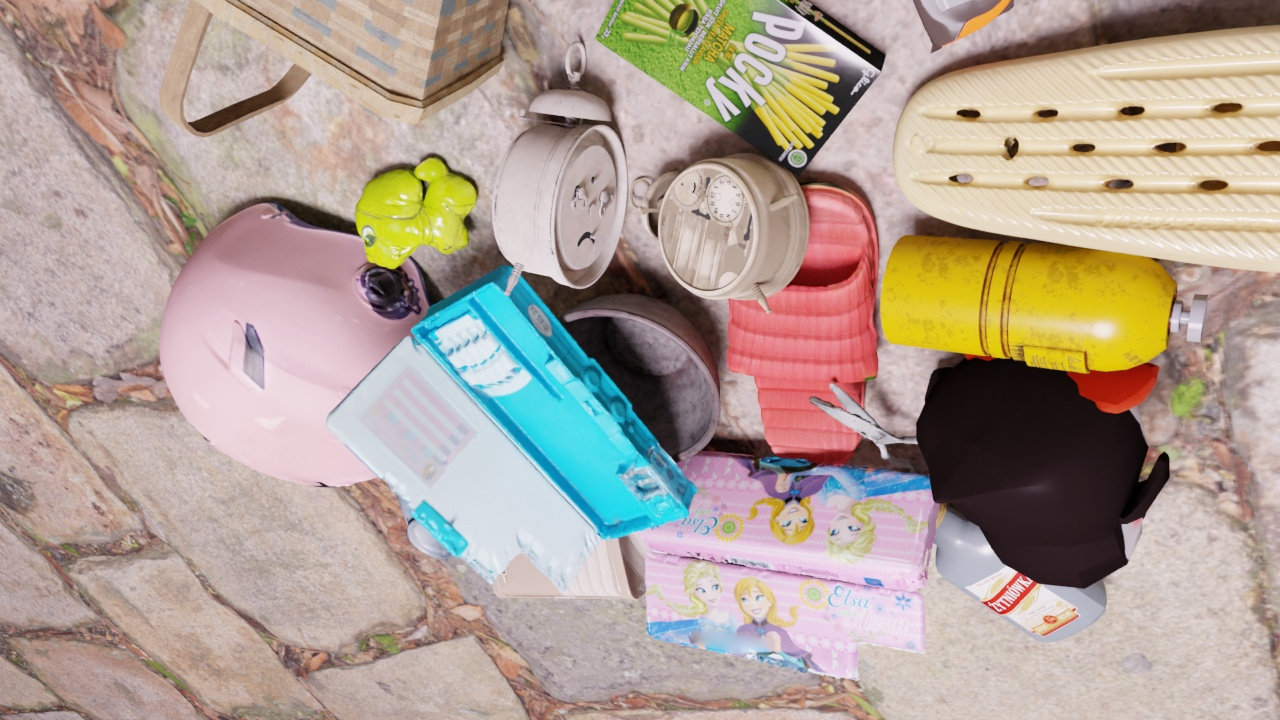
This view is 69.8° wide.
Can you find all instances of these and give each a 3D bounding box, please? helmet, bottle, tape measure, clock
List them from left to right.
[{"bbox_3d":[-0.271,0.010,0.752,0.255,0.152,0.231,36,129,-17],"label":"helmet"},{"bbox_3d":[-0.053,-0.123,0.590,0.061,0.103,0.157,13,107,21],"label":"clock"},{"bbox_3d":[0.039,-0.089,0.581,0.141,0.054,0.093,29,118,38],"label":"clock"},{"bbox_3d":[0.166,-0.196,0.467,0.059,0.038,0.058,-17,120,33],"label":"tape measure"},{"bbox_3d":[0.272,0.154,0.709,0.161,0.046,0.072,34,132,-7],"label":"bottle"},{"bbox_3d":[0.230,-0.032,0.530,0.164,0.070,0.071,9,132,34],"label":"bottle"}]

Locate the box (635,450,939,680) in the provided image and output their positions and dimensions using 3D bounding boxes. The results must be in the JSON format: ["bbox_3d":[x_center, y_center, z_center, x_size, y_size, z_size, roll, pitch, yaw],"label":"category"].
[{"bbox_3d":[0.099,0.149,0.686,0.231,0.160,0.062,2,168,32],"label":"box"}]

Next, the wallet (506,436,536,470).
[{"bbox_3d":[-0.071,0.093,0.823,0.115,0.018,0.092,34,133,-2],"label":"wallet"}]

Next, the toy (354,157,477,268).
[{"bbox_3d":[-0.169,-0.107,0.677,0.093,0.036,0.094,22,111,9],"label":"toy"}]

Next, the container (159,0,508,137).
[{"bbox_3d":[-0.208,-0.221,0.527,0.250,0.157,0.187,31,122,-5],"label":"container"}]

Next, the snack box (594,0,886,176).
[{"bbox_3d":[0.056,-0.182,0.533,0.147,0.025,0.080,32,133,-6],"label":"snack box"}]

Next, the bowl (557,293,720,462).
[{"bbox_3d":[-0.004,0.004,0.683,0.145,0.067,0.145,11,131,13],"label":"bowl"}]

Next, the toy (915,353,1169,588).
[{"bbox_3d":[0.258,0.087,0.599,0.159,0.140,0.184,30,160,50],"label":"toy"}]

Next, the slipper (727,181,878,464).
[{"bbox_3d":[0.112,-0.005,0.636,0.104,0.059,0.249,6,131,17],"label":"slipper"}]

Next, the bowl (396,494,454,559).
[{"bbox_3d":[-0.190,0.155,0.893,0.137,0.057,0.137,11,131,13],"label":"bowl"}]

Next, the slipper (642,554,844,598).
[{"bbox_3d":[0.077,0.176,0.801,0.264,0.062,0.111,1,125,36],"label":"slipper"}]

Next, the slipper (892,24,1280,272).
[{"bbox_3d":[0.265,-0.112,0.475,0.262,0.079,0.111,11,111,34],"label":"slipper"}]

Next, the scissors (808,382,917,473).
[{"bbox_3d":[0.166,0.060,0.660,0.161,0.014,0.118,8,136,-22],"label":"scissors"}]

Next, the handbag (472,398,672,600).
[{"bbox_3d":[-0.089,0.112,0.802,0.176,0.062,0.198,-12,106,41],"label":"handbag"}]

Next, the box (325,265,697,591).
[{"bbox_3d":[-0.086,0.061,0.664,0.170,0.085,0.227,-38,111,4],"label":"box"}]
